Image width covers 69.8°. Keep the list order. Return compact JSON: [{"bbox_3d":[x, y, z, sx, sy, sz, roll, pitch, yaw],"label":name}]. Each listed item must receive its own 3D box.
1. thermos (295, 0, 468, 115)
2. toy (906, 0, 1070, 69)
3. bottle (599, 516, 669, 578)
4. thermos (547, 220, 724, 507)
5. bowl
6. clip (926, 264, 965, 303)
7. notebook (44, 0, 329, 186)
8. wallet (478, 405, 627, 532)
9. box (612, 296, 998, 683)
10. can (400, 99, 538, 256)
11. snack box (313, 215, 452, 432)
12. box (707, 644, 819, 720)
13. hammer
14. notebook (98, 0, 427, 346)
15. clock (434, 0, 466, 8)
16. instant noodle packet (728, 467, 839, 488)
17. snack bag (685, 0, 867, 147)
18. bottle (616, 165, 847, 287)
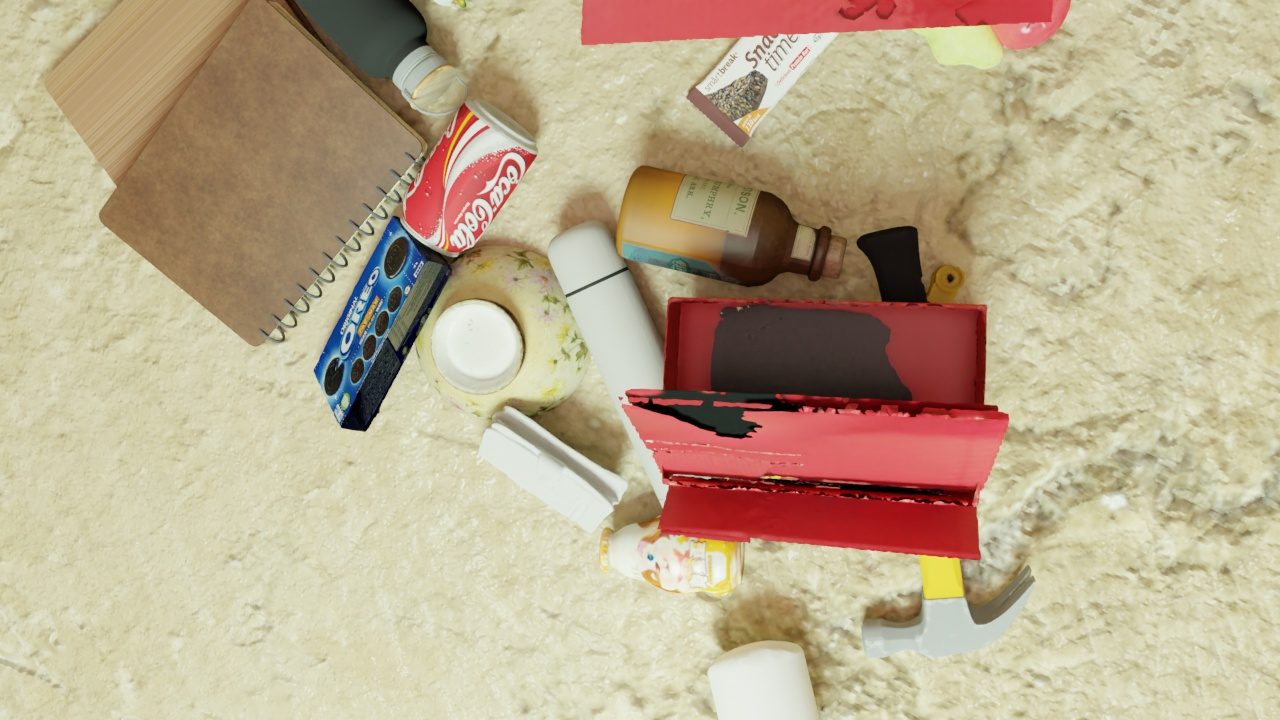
[{"bbox_3d":[-0.214,-0.267,0.668,0.061,0.061,0.231,-43,91,15],"label":"thermos"},{"bbox_3d":[0.241,-0.248,0.594,0.135,0.045,0.091,-32,96,21],"label":"toy"},{"bbox_3d":[0.024,0.147,0.703,0.109,0.063,0.063,-1,100,12],"label":"bottle"},{"bbox_3d":[-0.004,0.004,0.686,0.052,0.052,0.224,-23,96,14],"label":"thermos"},{"bbox_3d":[-0.114,-0.014,0.698,0.145,0.063,0.145,2,102,10],"label":"bowl"},{"bbox_3d":[0.212,-0.044,0.649,0.054,0.044,0.050,24,129,7],"label":"clip"},{"bbox_3d":[-0.350,-0.214,0.725,0.211,0.022,0.169,-35,92,15],"label":"notebook"},{"bbox_3d":[-0.072,0.089,0.708,0.116,0.032,0.086,31,147,4],"label":"wallet"},{"bbox_3d":[0.096,0.194,0.547,0.215,0.141,0.510,3,75,14],"label":"box"},{"bbox_3d":[-0.128,-0.133,0.677,0.064,0.064,0.105,38,105,2],"label":"can"},{"bbox_3d":[-0.201,-0.029,0.707,0.082,0.027,0.150,45,109,43],"label":"snack box"},{"bbox_3d":[0.111,0.293,0.717,0.083,0.143,0.137,-16,68,10],"label":"box"},{"bbox_3d":[0.203,0.065,0.657,0.127,0.029,0.324,-8,103,15],"label":"hammer"},{"bbox_3d":[-0.288,-0.134,0.708,0.167,0.024,0.226,42,108,-11],"label":"notebook"},{"bbox_3d":[-0.148,-0.304,0.651,0.117,0.057,0.083,33,104,3],"label":"clock"},{"bbox_3d":[0.109,0.042,0.680,0.098,0.039,0.135,-6,99,5],"label":"instant noodle packet"},{"bbox_3d":[0.104,-0.228,0.641,0.057,0.013,0.158,44,105,2],"label":"snack bag"},{"bbox_3d":[0.066,-0.089,0.647,0.157,0.067,0.068,14,103,8],"label":"bottle"}]
